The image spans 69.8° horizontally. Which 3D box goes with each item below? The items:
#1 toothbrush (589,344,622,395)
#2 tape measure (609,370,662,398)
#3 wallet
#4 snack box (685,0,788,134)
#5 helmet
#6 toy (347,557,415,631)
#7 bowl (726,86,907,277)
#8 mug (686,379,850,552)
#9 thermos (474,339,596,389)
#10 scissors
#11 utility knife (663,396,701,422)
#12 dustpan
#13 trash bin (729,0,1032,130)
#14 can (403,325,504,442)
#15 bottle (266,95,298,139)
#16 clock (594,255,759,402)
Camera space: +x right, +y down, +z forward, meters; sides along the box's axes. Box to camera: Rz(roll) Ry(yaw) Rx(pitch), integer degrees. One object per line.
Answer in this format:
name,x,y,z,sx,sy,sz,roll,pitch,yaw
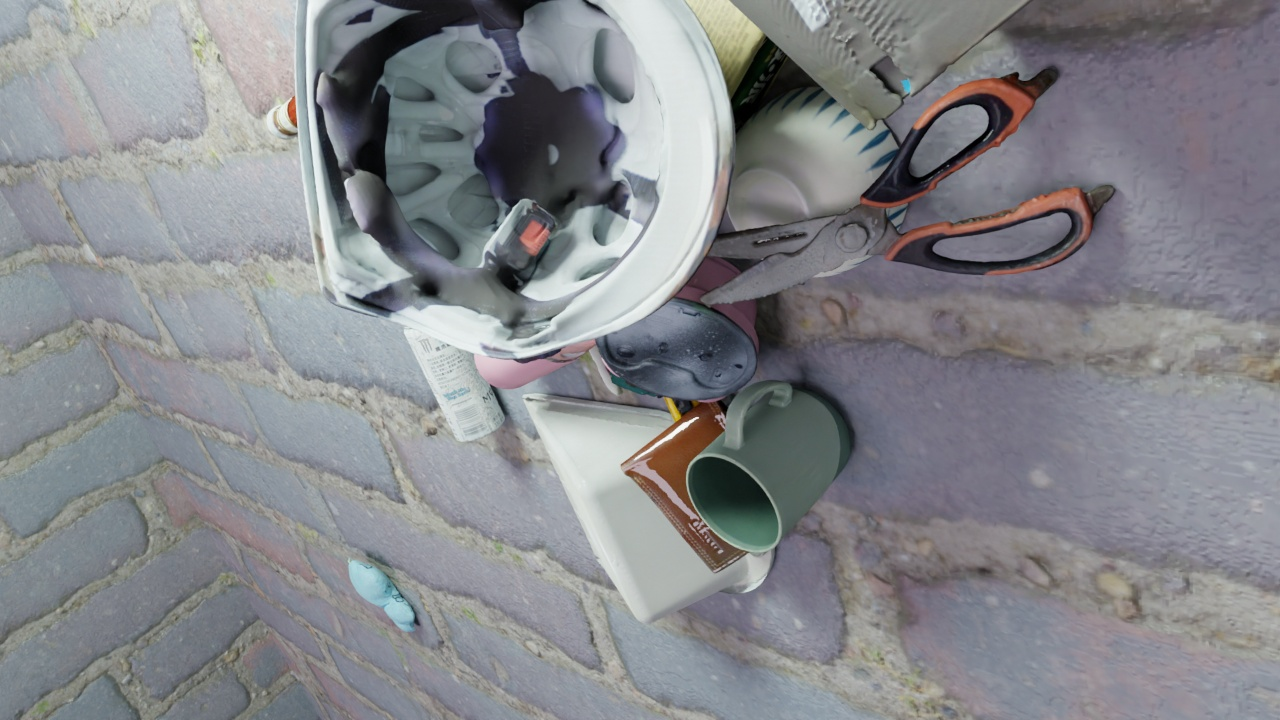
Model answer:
toothbrush,-0.055,-0.051,0.807,0.017,0.016,0.187,-11,111,40
tape measure,-0.005,0.005,0.790,0.058,0.025,0.054,18,133,36
wallet,0.060,0.102,0.747,0.101,0.032,0.124,-40,94,15
snack box,0.023,-0.193,0.565,0.114,0.063,0.241,45,143,10
helmet,-0.059,-0.122,0.520,0.259,0.145,0.229,1,105,19
toy,-0.448,0.400,1.579,0.156,0.049,0.162,33,148,13
bowl,0.096,-0.100,0.560,0.116,0.066,0.117,28,137,29
mug,0.094,0.063,0.664,0.082,0.106,0.112,13,129,42
thermos,-0.097,-0.020,0.793,0.199,0.087,0.067,159,105,-64
scissors,0.133,-0.083,0.500,0.197,0.015,0.214,27,117,4
utility knife,0.028,0.025,0.760,0.218,0.033,0.015,64,-174,-6
dustpan,0.012,0.133,0.893,0.223,0.142,0.258,68,170,-20
trash bin,0.091,-0.236,0.358,0.220,0.198,0.200,49,144,-5
can,-0.199,0.013,0.979,0.058,0.058,0.147,2,121,46
bottle,-0.303,-0.248,0.874,0.206,0.059,0.060,-2,118,48
clock,0.027,-0.017,0.681,0.117,0.059,0.159,15,144,-1
